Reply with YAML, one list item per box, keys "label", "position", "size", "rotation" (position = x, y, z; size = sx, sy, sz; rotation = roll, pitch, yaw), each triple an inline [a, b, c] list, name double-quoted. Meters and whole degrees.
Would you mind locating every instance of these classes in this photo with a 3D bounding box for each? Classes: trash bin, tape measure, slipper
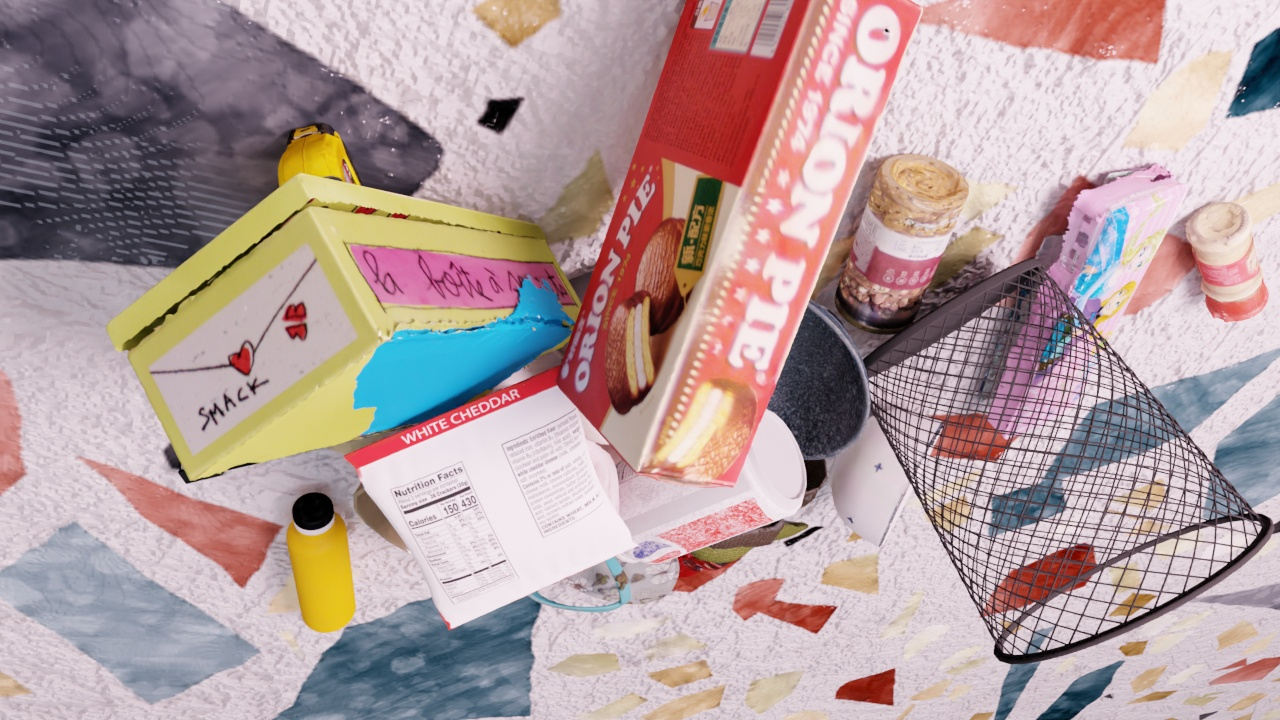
- label: "trash bin"
  position: [0.258, 0.059, 0.610]
  size: [0.184, 0.210, 0.184]
  rotation: [-29, 167, -7]
- label: "tape measure"
  position: [-0.162, -0.080, 0.472]
  size: [0.037, 0.064, 0.066]
  rotation: [-17, 136, -1]
- label: "slipper"
  position: [-0.063, 0.155, 0.747]
  size: [0.268, 0.054, 0.098]
  rotation: [32, 118, -32]

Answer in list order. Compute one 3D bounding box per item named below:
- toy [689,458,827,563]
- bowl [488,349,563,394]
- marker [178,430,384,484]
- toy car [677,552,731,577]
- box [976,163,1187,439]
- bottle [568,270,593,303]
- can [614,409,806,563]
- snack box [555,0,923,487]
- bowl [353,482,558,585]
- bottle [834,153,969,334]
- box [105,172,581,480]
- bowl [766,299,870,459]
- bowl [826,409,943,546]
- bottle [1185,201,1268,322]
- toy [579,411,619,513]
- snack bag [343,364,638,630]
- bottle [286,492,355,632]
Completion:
- label: "toy"
  position: [0.080, 0.103, 0.730]
  size: [0.179, 0.078, 0.153]
  rotation: [1, 141, -26]
- label: "bowl"
  position: [-0.094, 0.038, 0.634]
  size: [0.110, 0.040, 0.110]
  rotation: [-9, 137, -8]
- label: "marker"
  position: [-0.242, 0.058, 0.628]
  size: [0.140, 0.016, 0.016]
  rotation: [-13, 138, -4]
- label: "toy car"
  position: [0.061, 0.169, 0.828]
  size: [0.091, 0.036, 0.042]
  rotation: [-33, 135, 26]
- label: "box"
  position: [0.321, -0.041, 0.689]
  size: [0.084, 0.053, 0.231]
  rotation: [-22, 140, -20]
- label: "bottle"
  position: [-0.001, -0.052, 0.577]
  size: [0.113, 0.030, 0.030]
  rotation: [-21, 137, 5]
- label: "can"
  position: [0.038, 0.087, 0.627]
  size: [0.136, 0.078, 0.078]
  rotation: [-28, 138, 32]
- label: "snack box"
  position: [0.037, -0.068, 0.448]
  size: [0.060, 0.113, 0.236]
  rotation: [13, 105, -29]
- label: "bowl"
  position: [-0.118, 0.103, 0.640]
  size: [0.152, 0.050, 0.153]
  rotation: [13, 147, 8]
- label: "bottle"
  position: [0.165, -0.073, 0.587]
  size: [0.056, 0.056, 0.105]
  rotation: [-5, 136, -13]
- label: "box"
  position: [-0.124, -0.017, 0.461]
  size: [0.125, 0.081, 0.220]
  rotation: [-32, 175, 20]
- label: "bowl"
  position: [0.106, -0.004, 0.626]
  size: [0.057, 0.137, 0.137]
  rotation: [-40, 152, -37]
- label: "bowl"
  position: [0.192, 0.088, 0.743]
  size: [0.063, 0.113, 0.114]
  rotation: [26, 146, 20]
- label: "bottle"
  position: [0.438, -0.072, 0.685]
  size: [0.044, 0.044, 0.109]
  rotation: [-33, 134, 17]
- label: "toy"
  position: [-0.003, 0.003, 0.586]
  size: [0.206, 0.105, 0.131]
  rotation: [-40, 121, 14]
- label: "snack bag"
  position: [-0.080, 0.086, 0.539]
  size: [0.130, 0.039, 0.144]
  rotation: [-23, 121, -6]
- label: "bottle"
  position: [-0.247, 0.156, 0.709]
  size: [0.043, 0.043, 0.144]
  rotation: [-3, 136, -15]
